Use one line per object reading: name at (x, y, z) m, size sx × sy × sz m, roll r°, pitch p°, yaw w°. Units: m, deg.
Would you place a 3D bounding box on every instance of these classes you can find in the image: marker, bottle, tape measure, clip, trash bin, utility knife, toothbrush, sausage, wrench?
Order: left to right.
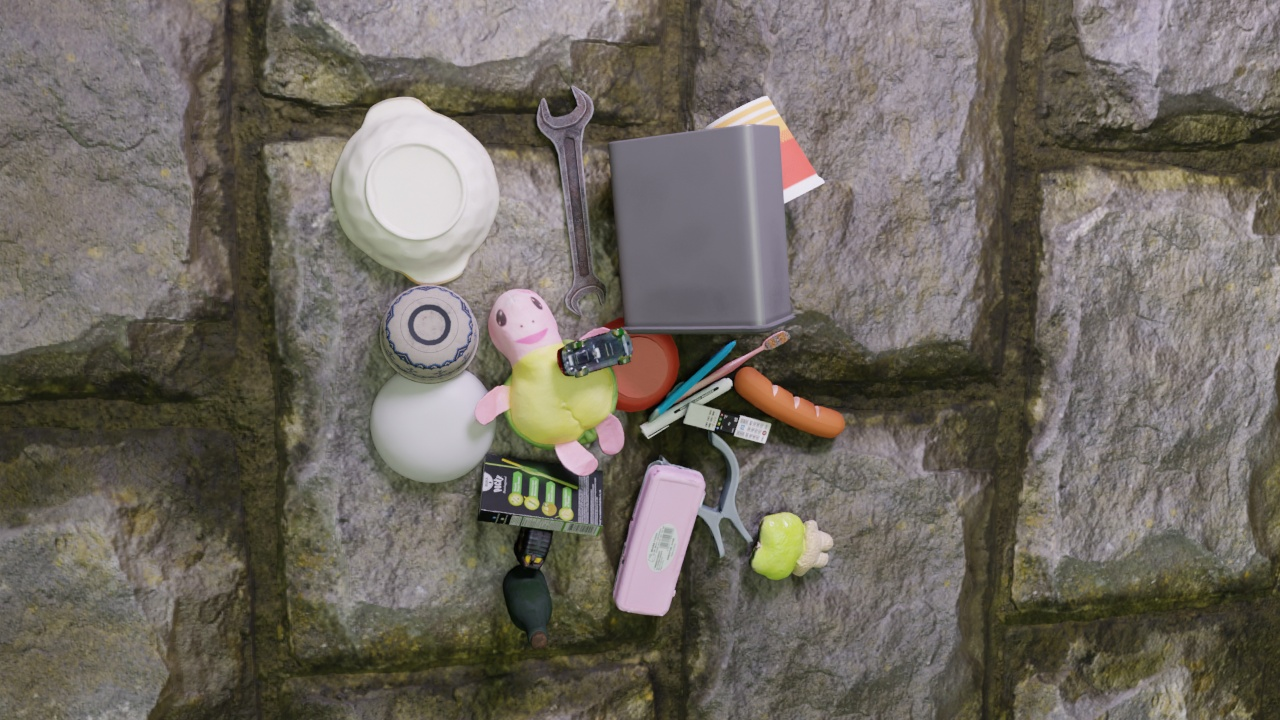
bottle at (-0.129, 0.295, 1.082) m, size 0.055 × 0.174 × 0.055 m, roll -2°, pitch 98°, yaw -12°
tape measure at (-0.132, 0.220, 1.127) m, size 0.038 × 0.067 × 0.062 m, roll 16°, pitch 94°, yaw -14°
wrench at (-0.079, -0.191, 1.112) m, size 0.070 × 0.010 × 0.273 m, roll -8°, pitch 99°, yaw -11°
marker at (0.060, 0.060, 1.172) m, size 0.133 × 0.017 × 0.020 m, roll -29°, pitch 84°, yaw -7°
utility knife at (0.067, 0.023, 1.161) m, size 0.158 × 0.031 × 0.015 m, roll -40°, pitch 81°, yaw -12°
trash bin at (0.068, -0.145, 1.046) m, size 0.192 × 0.097 × 0.220 m, roll 1°, pitch 102°, yaw 31°
toothbrush at (0.112, 0.011, 1.180) m, size 0.184 × 0.016 × 0.015 m, roll -30°, pitch 96°, yaw -5°
clip at (0.115, 0.161, 1.194) m, size 0.143 × 0.029 × 0.172 m, roll -36°, pitch 104°, yaw -4°
sausage at (0.192, 0.059, 1.190) m, size 0.164 × 0.039 × 0.044 m, roll 26°, pitch 94°, yaw -14°

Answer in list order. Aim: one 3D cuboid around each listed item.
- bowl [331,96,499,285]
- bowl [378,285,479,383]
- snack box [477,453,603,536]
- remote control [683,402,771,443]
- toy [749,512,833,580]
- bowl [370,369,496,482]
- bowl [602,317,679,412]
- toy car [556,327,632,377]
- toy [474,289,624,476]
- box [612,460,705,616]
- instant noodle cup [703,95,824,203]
bowl at (-0.256, -0.192, 1.048) m, size 0.188 × 0.060 × 0.219 m, roll -15°, pitch 101°, yaw -10°
bowl at (-0.243, -0.035, 1.055) m, size 0.115 × 0.059 × 0.115 m, roll 2°, pitch 79°, yaw -12°
snack box at (-0.120, 0.164, 1.117) m, size 0.147 × 0.080 × 0.025 m, roll 10°, pitch 137°, yaw -14°
remote control at (0.111, 0.080, 1.180) m, size 0.124 × 0.012 × 0.028 m, roll 16°, pitch 95°, yaw -24°
toy at (0.201, 0.248, 1.216) m, size 0.115 × 0.046 × 0.092 m, roll 10°, pitch 96°, yaw -20°
bowl at (-0.246, 0.078, 1.094) m, size 0.149 × 0.043 × 0.149 m, roll -2°, pitch 98°, yaw -12°
bowl at (-0.007, 0.007, 1.142) m, size 0.122 × 0.035 × 0.122 m, roll -2°, pitch 98°, yaw -12°
toy car at (-0.051, -0.009, 1.051) m, size 0.091 × 0.036 × 0.042 m, roll -18°, pitch 98°, yaw -21°
toy at (-0.106, 0.026, 1.096) m, size 0.190 × 0.087 × 0.238 m, roll -32°, pitch 100°, yaw -2°
box at (0.024, 0.227, 1.163) m, size 0.086 × 0.044 × 0.202 m, roll 12°, pitch 104°, yaw -11°
instant noodle cup at (0.138, -0.239, 1.103) m, size 0.123 × 0.123 × 0.121 m, roll -28°, pitch 95°, yaw -8°
